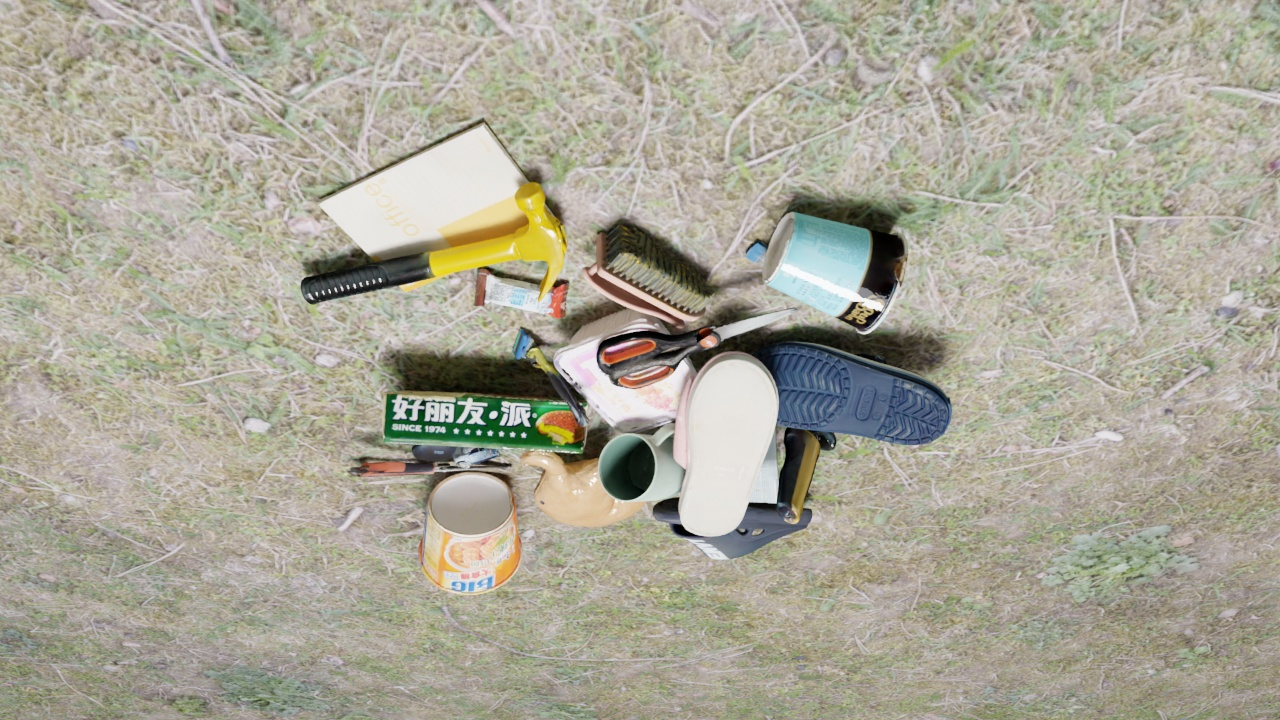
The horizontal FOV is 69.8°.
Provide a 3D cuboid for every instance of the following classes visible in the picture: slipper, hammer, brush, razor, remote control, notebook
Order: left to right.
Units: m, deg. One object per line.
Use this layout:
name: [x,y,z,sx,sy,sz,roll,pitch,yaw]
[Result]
hammer: [-0.220,-0.101,0.971,0.301,0.032,0.129,-10,131,13]
remote control: [-0.272,0.120,1.201,0.053,0.024,0.137,5,171,-16]
notebook: [-0.206,-0.152,0.950,0.207,0.010,0.146,-18,135,20]
razor: [-0.101,0.022,1.074,0.022,0.142,0.043,-23,152,-35]
brush: [0.012,-0.083,0.988,0.145,0.063,0.073,27,128,-29]
slipper: [0.096,0.099,1.093,0.114,0.054,0.275,2,125,-4]
slipper: [0.134,0.235,1.264,0.267,0.083,0.111,8,175,-39]
razor: [0.204,0.134,1.151,0.067,0.167,0.062,19,136,6]
slipper: [0.241,0.032,1.094,0.253,0.095,0.105,11,106,16]

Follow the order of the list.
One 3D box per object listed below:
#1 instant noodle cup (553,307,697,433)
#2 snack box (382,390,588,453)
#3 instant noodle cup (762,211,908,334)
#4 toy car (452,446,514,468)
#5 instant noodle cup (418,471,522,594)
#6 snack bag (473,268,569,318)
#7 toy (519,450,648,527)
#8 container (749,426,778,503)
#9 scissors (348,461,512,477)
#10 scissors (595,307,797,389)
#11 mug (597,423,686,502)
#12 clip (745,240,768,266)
instant noodle cup: [-0.006,0.006,1.090,0.138,0.060,0.173,-20,133,22]
snack box: [-0.185,0.073,1.125,0.240,0.063,0.114,4,179,-4]
instant noodle cup: [0.194,-0.098,0.942,0.120,0.111,0.111,19,136,-8]
toy car: [-0.207,0.109,1.217,0.106,0.048,0.031,-19,131,21]
instant noodle cup: [-0.240,0.237,1.299,0.151,0.151,0.112,5,130,-5]
snack bag: [-0.132,-0.074,1.025,0.104,0.026,0.048,8,118,-7]
toy: [-0.078,0.169,1.221,0.225,0.082,0.144,13,128,-44]
container: [0.125,0.132,1.211,0.111,0.090,0.090,-2,138,7]
scissors: [-0.292,0.149,1.259,0.197,0.015,0.213,-10,167,37]
scissors: [0.055,-0.027,0.990,0.235,0.021,0.125,-33,129,31]
mug: [0.017,0.123,1.145,0.112,0.082,0.106,-52,152,15]
clip: [0.142,-0.109,0.992,0.057,0.028,0.024,27,130,-15]
